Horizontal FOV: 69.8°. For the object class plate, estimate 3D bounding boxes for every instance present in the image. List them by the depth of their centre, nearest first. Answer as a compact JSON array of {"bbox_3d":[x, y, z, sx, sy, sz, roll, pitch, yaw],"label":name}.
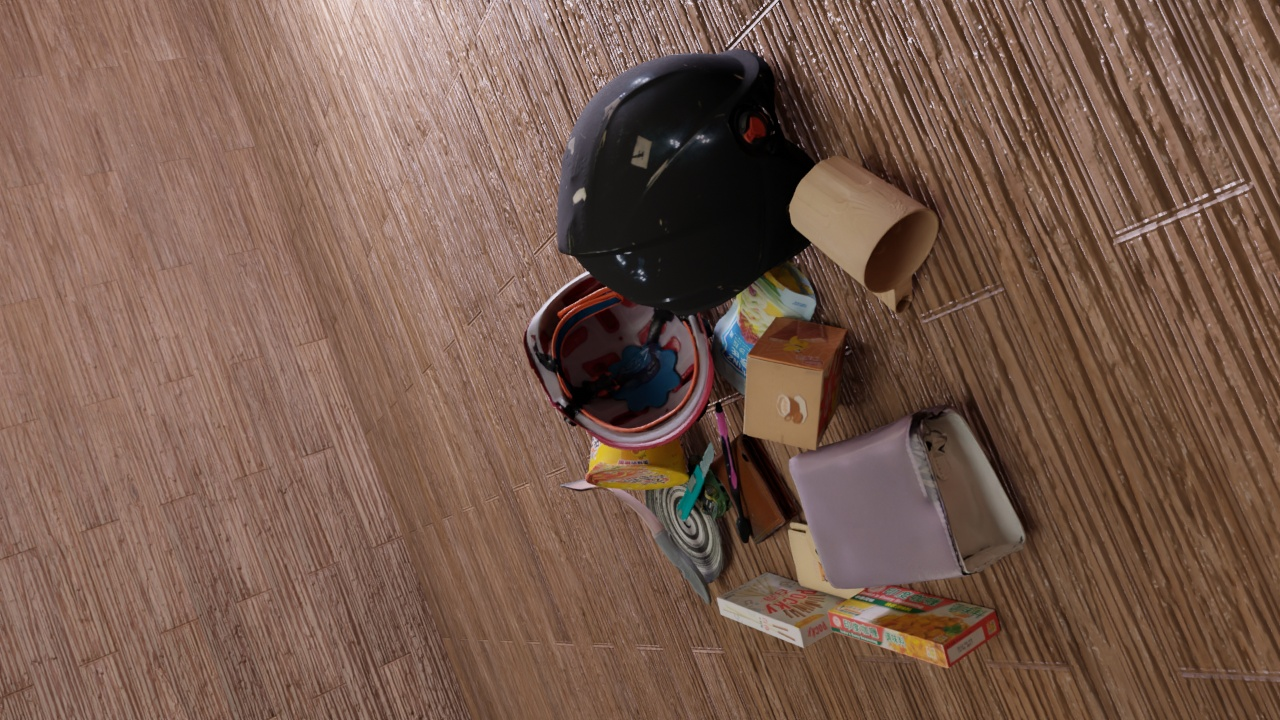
[{"bbox_3d":[0.065,0.226,1.290,0.179,0.024,0.180,36,137,43],"label":"plate"}]

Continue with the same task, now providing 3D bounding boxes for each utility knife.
[{"bbox_3d":[0.069,0.158,1.171,0.217,0.013,0.029,106,149,-56],"label":"utility knife"}]

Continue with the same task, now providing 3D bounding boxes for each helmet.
[{"bbox_3d":[0.033,-0.184,0.915,0.234,0.229,0.275,10,96,55],"label":"helmet"},{"bbox_3d":[-0.007,0.007,1.112,0.240,0.207,0.144,56,-175,19],"label":"helmet"}]

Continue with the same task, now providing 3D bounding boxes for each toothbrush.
[{"bbox_3d":[0.110,0.137,1.110,0.018,0.014,0.189,-142,37,-69],"label":"toothbrush"}]

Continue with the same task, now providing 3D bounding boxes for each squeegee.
[{"bbox_3d":[0.016,0.239,1.278,0.249,0.040,0.247,44,-177,9],"label":"squeegee"}]

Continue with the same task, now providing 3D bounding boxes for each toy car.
[{"bbox_3d":[0.088,0.162,1.197,0.043,0.036,0.091,96,152,-47],"label":"toy car"}]

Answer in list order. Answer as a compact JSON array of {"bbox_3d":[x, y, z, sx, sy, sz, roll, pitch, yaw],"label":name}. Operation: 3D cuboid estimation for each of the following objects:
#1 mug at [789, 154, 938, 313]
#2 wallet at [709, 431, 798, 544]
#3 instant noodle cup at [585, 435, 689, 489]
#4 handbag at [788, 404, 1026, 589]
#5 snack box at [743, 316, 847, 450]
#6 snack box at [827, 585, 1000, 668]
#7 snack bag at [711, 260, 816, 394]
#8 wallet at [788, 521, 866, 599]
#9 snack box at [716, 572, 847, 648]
[{"bbox_3d":[0.199,-0.111,0.823,0.103,0.084,0.125,48,170,36],"label":"mug"},{"bbox_3d":[0.135,0.157,1.124,0.124,0.032,0.101,61,152,18],"label":"wallet"},{"bbox_3d":[-0.004,0.105,1.211,0.138,0.138,0.109,146,129,-60],"label":"instant noodle cup"},{"bbox_3d":[0.241,0.131,0.862,0.145,0.098,0.197,65,151,6],"label":"handbag"},{"bbox_3d":[0.156,0.021,0.921,0.077,0.094,0.093,12,122,22],"label":"snack box"},{"bbox_3d":[0.268,0.261,0.914,0.156,0.076,0.027,-5,103,60],"label":"snack box"},{"bbox_3d":[0.130,-0.032,1.016,0.110,0.038,0.191,42,142,23],"label":"snack bag"},{"bbox_3d":[0.213,0.227,1.042,0.115,0.024,0.087,-2,104,61],"label":"wallet"},{"bbox_3d":[0.170,0.293,1.090,0.157,0.084,0.027,-1,105,59],"label":"snack box"}]
